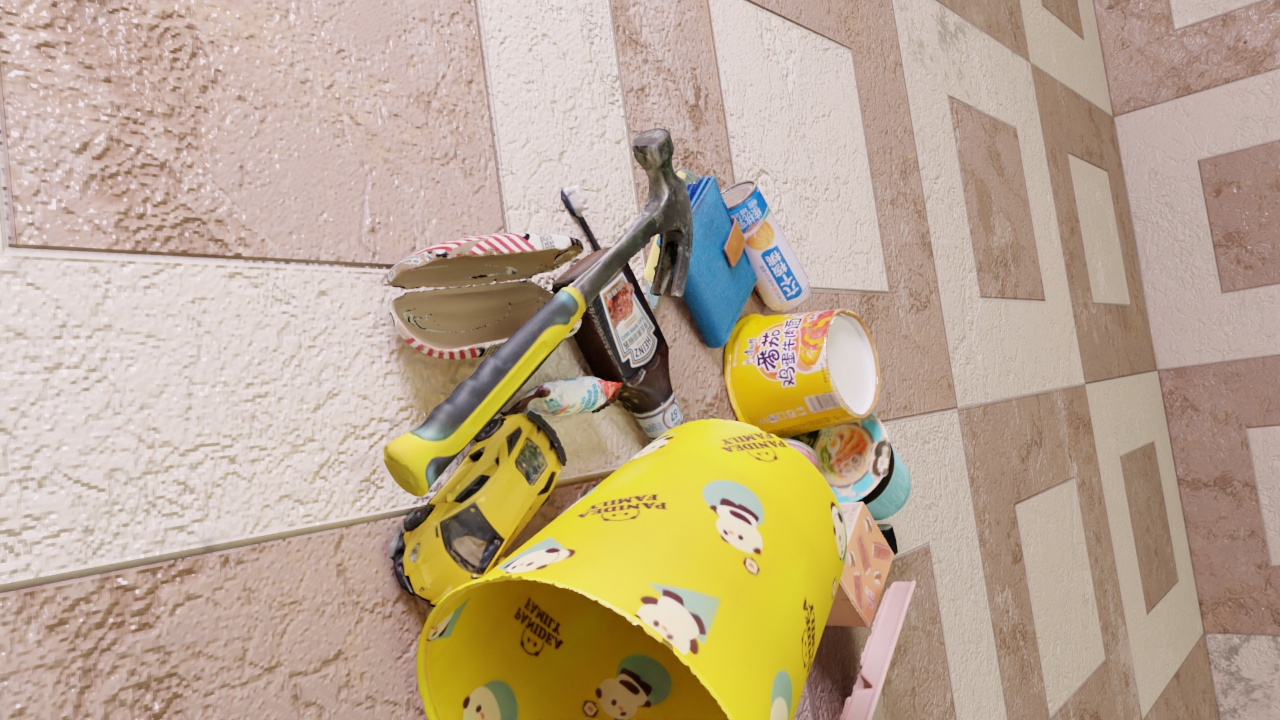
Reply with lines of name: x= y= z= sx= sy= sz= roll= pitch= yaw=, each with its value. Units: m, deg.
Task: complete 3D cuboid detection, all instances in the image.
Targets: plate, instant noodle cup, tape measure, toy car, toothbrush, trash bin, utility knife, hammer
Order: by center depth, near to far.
trash bin: x=0.019 y=0.175 z=0.629 sx=0.254 sy=0.230 sz=0.229 roll=-40 pitch=112 yaw=-53
toy car: x=-0.107 y=0.102 z=0.633 sx=0.071 sy=0.041 sz=0.155 roll=58 pitch=46 yaw=-22
hammer: x=-0.056 y=-0.028 z=0.645 sx=0.322 sy=0.032 sz=0.126 roll=-50 pitch=136 yaw=-33
toothbrush: x=-0.020 y=-0.071 z=0.793 sx=0.181 sy=0.018 sz=0.015 roll=62 pitch=38 yaw=-21
utility knife: x=0.027 y=-0.119 z=0.863 sx=0.031 sy=0.018 sz=0.167 roll=37 pitch=59 yaw=-32
plate: x=0.221 y=0.320 z=0.895 sx=0.228 sy=0.028 sz=0.230 roll=-52 pitch=152 yaw=-43
instant noodle cup: x=0.167 y=0.010 z=0.918 sx=0.138 sy=0.110 sz=0.138 roll=16 pitch=68 yaw=-46
instant noodle cup: x=0.234 y=0.120 z=0.983 sx=0.120 sy=0.111 sz=0.111 roll=37 pitch=55 yaw=-47
tape measure: x=0.245 y=0.199 z=1.000 sx=0.065 sy=0.066 sz=0.033 roll=-6 pitch=85 yaw=-48

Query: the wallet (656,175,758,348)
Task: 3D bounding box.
wallet: x=0.067 y=-0.093 z=0.871 sx=0.106 sy=0.040 sz=0.133 roll=-61 pitch=137 yaw=-36

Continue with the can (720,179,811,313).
can: x=0.125 y=-0.115 z=0.941 sx=0.134 sy=0.053 sz=0.053 roll=56 pitch=45 yaw=-25

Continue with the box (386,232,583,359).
box: x=-0.101 y=-0.040 z=0.647 sx=0.162 sy=0.076 sz=0.088 roll=-16 pitch=89 yaw=-53

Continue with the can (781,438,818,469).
can: x=0.128 y=0.149 z=0.881 sx=0.058 sy=0.058 sz=0.147 roll=48 pitch=49 yaw=-31

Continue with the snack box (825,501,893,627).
snack box: x=0.182 y=0.200 z=0.904 sx=0.077 sy=0.093 sz=0.094 roll=57 pitch=45 yaw=-24

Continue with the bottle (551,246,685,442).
bottle: x=-0.005 y=0.005 z=0.772 sx=0.079 sy=0.044 sz=0.195 roll=-46 pitch=117 yaw=-46

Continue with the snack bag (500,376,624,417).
snack bag: x=-0.058 y=0.028 z=0.704 sx=0.105 sy=0.045 sz=0.026 roll=-3 pitch=71 yaw=-50
